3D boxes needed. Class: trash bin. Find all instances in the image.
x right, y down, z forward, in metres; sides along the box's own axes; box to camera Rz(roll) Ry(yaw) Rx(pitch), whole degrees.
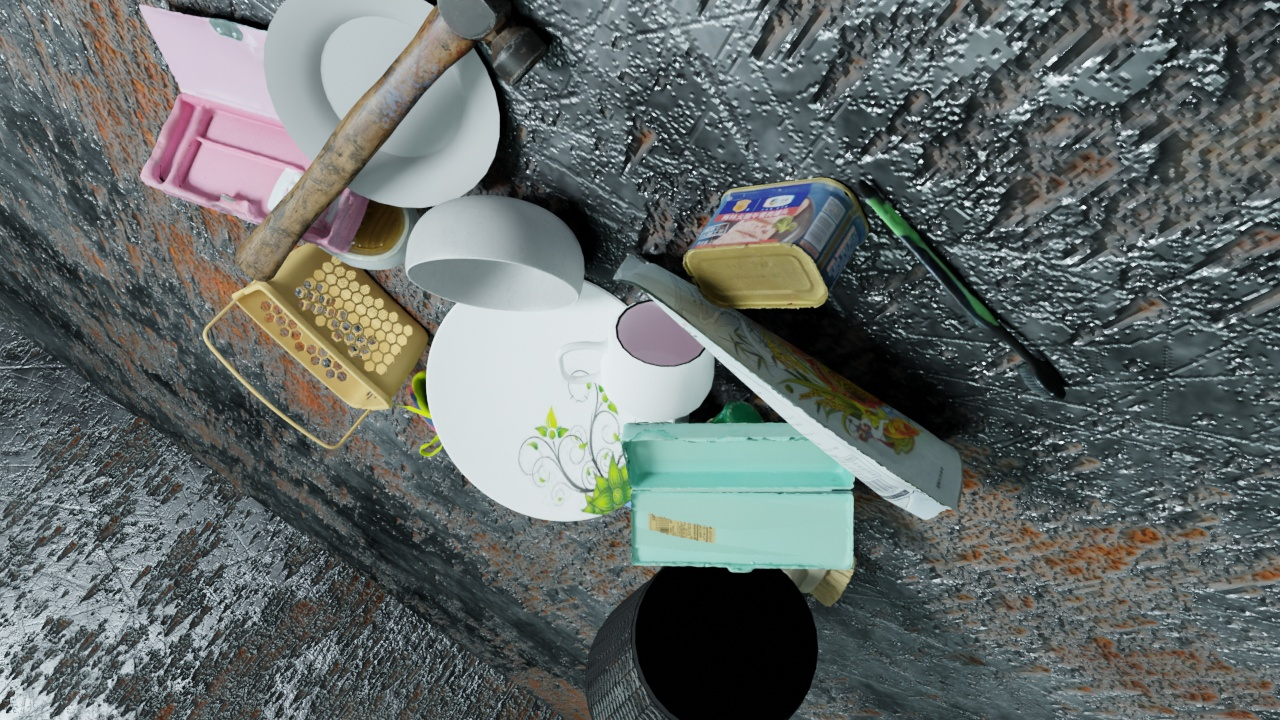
[{"bbox_3d":[0.061,0.296,0.899,0.217,0.216,0.244,30,153,9],"label":"trash bin"}]

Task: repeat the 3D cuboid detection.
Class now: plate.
[{"bbox_3d":[-0.078,0.031,0.810,0.230,0.030,0.229,4,107,14],"label":"plate"},{"bbox_3d":[-0.181,-0.189,0.655,0.173,0.019,0.173,8,133,8],"label":"plate"}]

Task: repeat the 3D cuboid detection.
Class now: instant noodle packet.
[{"bbox_3d":[0.099,0.007,0.632,0.269,0.057,0.146,36,-172,-5],"label":"instant noodle packet"}]

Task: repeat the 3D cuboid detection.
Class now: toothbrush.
[{"bbox_3d":[0.188,-0.038,0.540,0.188,0.014,0.017,42,159,-13],"label":"toothbrush"}]

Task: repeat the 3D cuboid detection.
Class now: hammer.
[{"bbox_3d":[-0.209,-0.156,0.644,0.120,0.033,0.331,45,127,-15],"label":"hammer"}]

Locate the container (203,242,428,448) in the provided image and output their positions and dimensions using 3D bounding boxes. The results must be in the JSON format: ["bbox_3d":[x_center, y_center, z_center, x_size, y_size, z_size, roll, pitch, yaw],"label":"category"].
[{"bbox_3d":[-0.348,-0.018,0.984,0.129,0.166,0.183,-7,132,51],"label":"container"}]

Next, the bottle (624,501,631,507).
[{"bbox_3d":[0.034,0.148,0.954,0.131,0.048,0.048,22,149,23],"label":"bottle"}]

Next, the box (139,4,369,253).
[{"bbox_3d":[-0.319,-0.196,0.768,0.233,0.075,0.173,21,114,23],"label":"box"}]

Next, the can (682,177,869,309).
[{"bbox_3d":[0.081,-0.069,0.560,0.100,0.058,0.054,2,137,45],"label":"can"}]

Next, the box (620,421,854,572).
[{"bbox_3d":[0.081,0.109,0.751,0.187,0.056,0.138,1,118,8],"label":"box"}]

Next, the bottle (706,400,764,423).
[{"bbox_3d":[0.060,0.079,0.790,0.042,0.042,0.110,39,130,-7],"label":"bottle"}]

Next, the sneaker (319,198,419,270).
[{"bbox_3d":[-0.282,-0.145,0.830,0.235,0.087,0.079,29,171,22],"label":"sneaker"}]

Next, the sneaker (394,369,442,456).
[{"bbox_3d":[-0.160,0.079,0.984,0.242,0.116,0.091,25,161,31],"label":"sneaker"}]

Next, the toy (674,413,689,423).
[{"bbox_3d":[-0.057,0.062,0.887,0.209,0.085,0.138,21,150,15],"label":"toy"}]

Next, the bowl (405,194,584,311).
[{"bbox_3d":[-0.109,-0.087,0.705,0.132,0.064,0.132,5,167,1],"label":"bowl"}]

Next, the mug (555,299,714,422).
[{"bbox_3d":[-0.004,0.004,0.710,0.124,0.090,0.076,-1,138,-8],"label":"mug"}]

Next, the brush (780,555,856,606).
[{"bbox_3d":[0.112,0.200,0.954,0.273,0.061,0.077,-2,131,54],"label":"brush"}]
